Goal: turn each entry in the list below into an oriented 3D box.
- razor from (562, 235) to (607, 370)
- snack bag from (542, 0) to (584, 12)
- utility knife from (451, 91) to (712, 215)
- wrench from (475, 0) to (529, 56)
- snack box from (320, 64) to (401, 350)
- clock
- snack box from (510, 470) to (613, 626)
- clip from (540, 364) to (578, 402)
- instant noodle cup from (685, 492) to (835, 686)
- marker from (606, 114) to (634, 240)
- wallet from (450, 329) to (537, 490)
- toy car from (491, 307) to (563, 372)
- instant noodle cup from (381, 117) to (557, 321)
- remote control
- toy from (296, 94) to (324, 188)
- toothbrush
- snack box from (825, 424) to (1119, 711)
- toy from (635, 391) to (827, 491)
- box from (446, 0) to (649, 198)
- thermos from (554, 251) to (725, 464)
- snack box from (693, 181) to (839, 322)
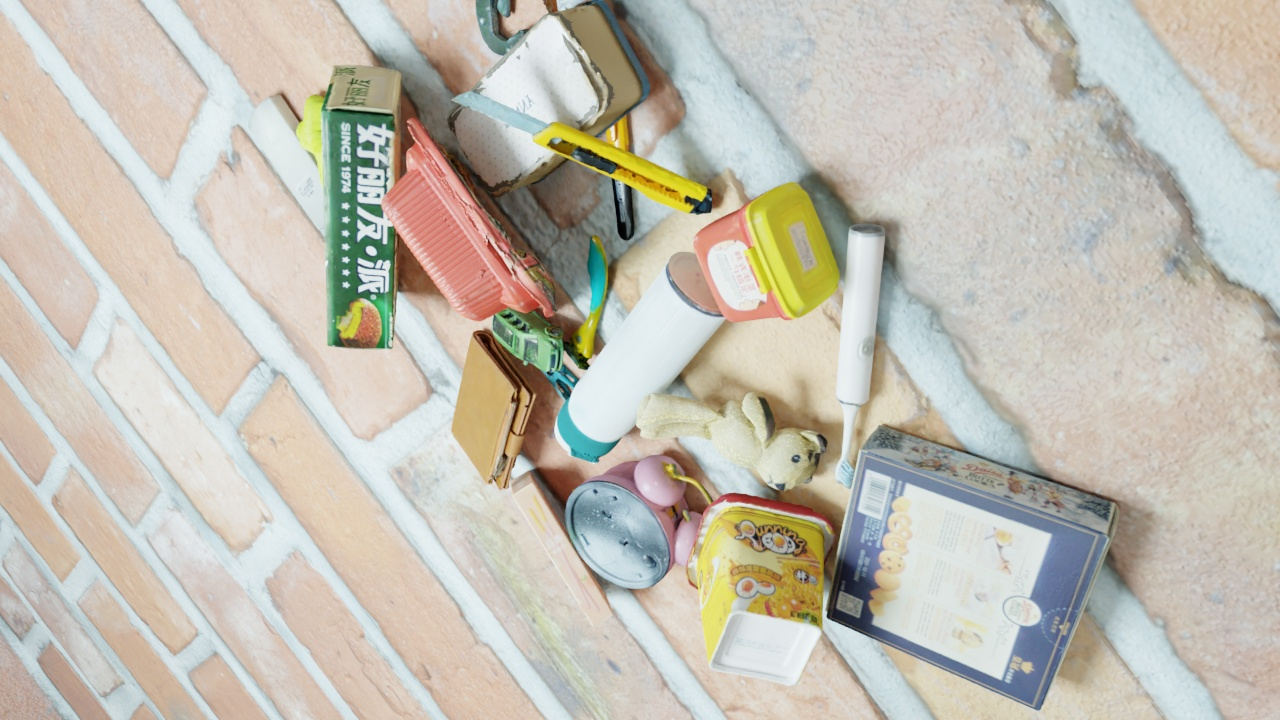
[{"bbox_3d":[-0.046,-0.054,0.815,0.043,0.028,0.133,51,141,40],"label":"razor"},{"bbox_3d":[-0.035,-0.291,0.686,0.104,0.026,0.048,-15,110,38],"label":"snack bag"},{"bbox_3d":[-0.038,-0.153,0.688,0.216,0.015,0.033,20,148,-19],"label":"utility knife"},{"bbox_3d":[-0.077,-0.360,0.686,0.056,0.016,0.274,34,128,13],"label":"wrench"},{"bbox_3d":[-0.254,-0.137,0.846,0.063,0.114,0.241,2,126,-14],"label":"snack box"},{"bbox_3d":[0.005,0.149,0.868,0.159,0.059,0.117,-20,101,40],"label":"clock"},{"bbox_3d":[-0.082,0.189,0.935,0.157,0.026,0.084,59,173,-6],"label":"snack box"},{"bbox_3d":[-0.077,0.016,0.882,0.056,0.014,0.041,50,129,0],"label":"clip"},{"bbox_3d":[0.100,0.192,0.766,0.116,0.123,0.116,12,124,-3],"label":"instant noodle cup"},{"bbox_3d":[-0.017,-0.158,0.751,0.018,0.015,0.124,9,118,30],"label":"marker"},{"bbox_3d":[-0.150,0.051,0.920,0.108,0.031,0.132,47,134,35],"label":"wallet"},{"bbox_3d":[-0.104,-0.022,0.857,0.091,0.036,0.043,33,128,37],"label":"toy car"},{"bbox_3d":[-0.148,-0.103,0.774,0.079,0.164,0.189,-35,91,-3],"label":"instant noodle cup"},{"bbox_3d":[-0.351,-0.204,0.944,0.056,0.019,0.135,-31,95,40],"label":"remote control"},{"bbox_3d":[-0.298,-0.208,0.898,0.100,0.031,0.097,37,119,10],"label":"toy"},{"bbox_3d":[0.165,0.004,0.707,0.026,0.026,0.221,-131,35,-57],"label":"toothbrush"},{"bbox_3d":[0.250,0.163,0.722,0.183,0.045,0.178,19,123,24],"label":"snack box"},{"bbox_3d":[0.073,0.064,0.762,0.157,0.066,0.105,15,143,7],"label":"toy"},{"bbox_3d":[-0.074,-0.205,0.723,0.185,0.060,0.090,-22,99,44],"label":"box"},{"bbox_3d":[-0.005,0.005,0.794,0.073,0.073,0.225,44,129,7],"label":"thermos"},{"bbox_3d":[0.090,-0.075,0.684,0.080,0.081,0.091,-13,106,47],"label":"snack box"}]
